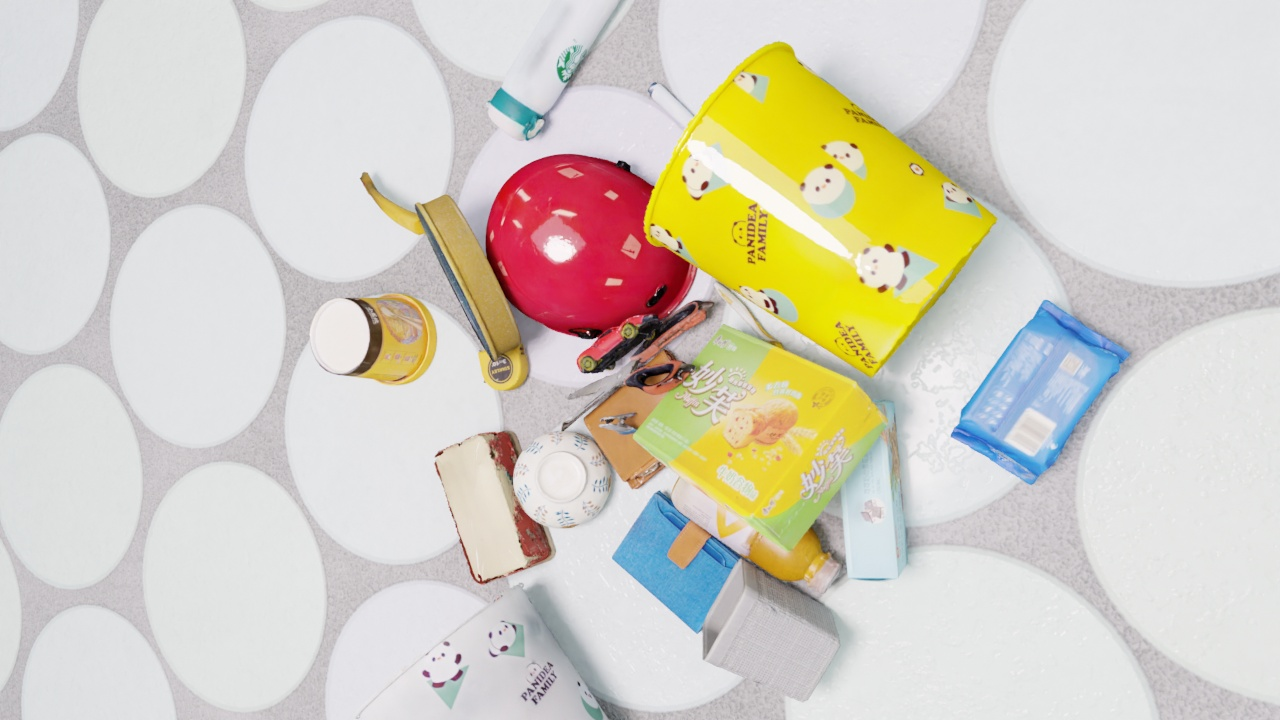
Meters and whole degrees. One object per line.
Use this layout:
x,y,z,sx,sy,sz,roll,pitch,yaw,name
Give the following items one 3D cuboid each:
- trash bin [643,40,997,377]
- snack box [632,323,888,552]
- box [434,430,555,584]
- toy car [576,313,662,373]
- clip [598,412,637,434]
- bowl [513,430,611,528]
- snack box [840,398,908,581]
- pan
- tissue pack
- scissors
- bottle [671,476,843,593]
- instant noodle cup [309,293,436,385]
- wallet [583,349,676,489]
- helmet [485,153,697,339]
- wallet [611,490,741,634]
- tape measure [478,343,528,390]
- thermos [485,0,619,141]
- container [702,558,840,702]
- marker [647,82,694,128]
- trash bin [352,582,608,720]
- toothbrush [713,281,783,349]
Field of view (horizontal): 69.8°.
0.172,-0.131,0.870,0.255,0.229,0.230,39,104,13,trash bin
0.109,0.067,0.893,0.157,0.070,0.210,-51,36,-7,snack box
-0.176,0.173,1.088,0.091,0.080,0.168,-24,81,22,box
-0.023,-0.021,1.006,0.106,0.049,0.031,-36,74,24,toy car
-0.026,0.068,1.004,0.027,0.058,0.045,-9,82,30,clip
-0.089,0.134,1.037,0.113,0.062,0.113,0,82,-3,bowl
0.230,0.127,0.914,0.052,0.074,0.175,-6,87,23,snack box
-0.248,-0.137,1.087,0.078,0.198,0.357,-27,51,-11,pan
0.373,0.030,0.865,0.095,0.052,0.157,34,103,18,tissue pack
-0.003,0.008,1.013,0.227,0.015,0.188,1,52,57,scissors
0.122,0.175,0.964,0.189,0.068,0.068,33,102,20,bottle
-0.336,-0.027,1.140,0.119,0.114,0.118,0,90,24,instant noodle cup
0.011,0.068,1.034,0.132,0.031,0.108,-41,73,19,wallet
-0.069,-0.130,1.012,0.240,0.143,0.207,14,93,22,helmet
0.043,0.223,1.017,0.133,0.040,0.106,38,108,18,wallet
-0.163,0.008,1.111,0.060,0.028,0.057,-15,83,23,tape measure
-0.097,-0.360,1.064,0.073,0.073,0.224,41,105,18,thermos
0.134,0.277,0.935,0.114,0.090,0.090,26,102,-1,container
0.054,-0.263,1.024,0.130,0.018,0.023,47,116,16,marker
-0.145,0.415,1.004,0.230,0.229,0.252,-43,79,17,trash bin
0.145,-0.020,0.985,0.018,0.016,0.191,-44,74,6,toothbrush
